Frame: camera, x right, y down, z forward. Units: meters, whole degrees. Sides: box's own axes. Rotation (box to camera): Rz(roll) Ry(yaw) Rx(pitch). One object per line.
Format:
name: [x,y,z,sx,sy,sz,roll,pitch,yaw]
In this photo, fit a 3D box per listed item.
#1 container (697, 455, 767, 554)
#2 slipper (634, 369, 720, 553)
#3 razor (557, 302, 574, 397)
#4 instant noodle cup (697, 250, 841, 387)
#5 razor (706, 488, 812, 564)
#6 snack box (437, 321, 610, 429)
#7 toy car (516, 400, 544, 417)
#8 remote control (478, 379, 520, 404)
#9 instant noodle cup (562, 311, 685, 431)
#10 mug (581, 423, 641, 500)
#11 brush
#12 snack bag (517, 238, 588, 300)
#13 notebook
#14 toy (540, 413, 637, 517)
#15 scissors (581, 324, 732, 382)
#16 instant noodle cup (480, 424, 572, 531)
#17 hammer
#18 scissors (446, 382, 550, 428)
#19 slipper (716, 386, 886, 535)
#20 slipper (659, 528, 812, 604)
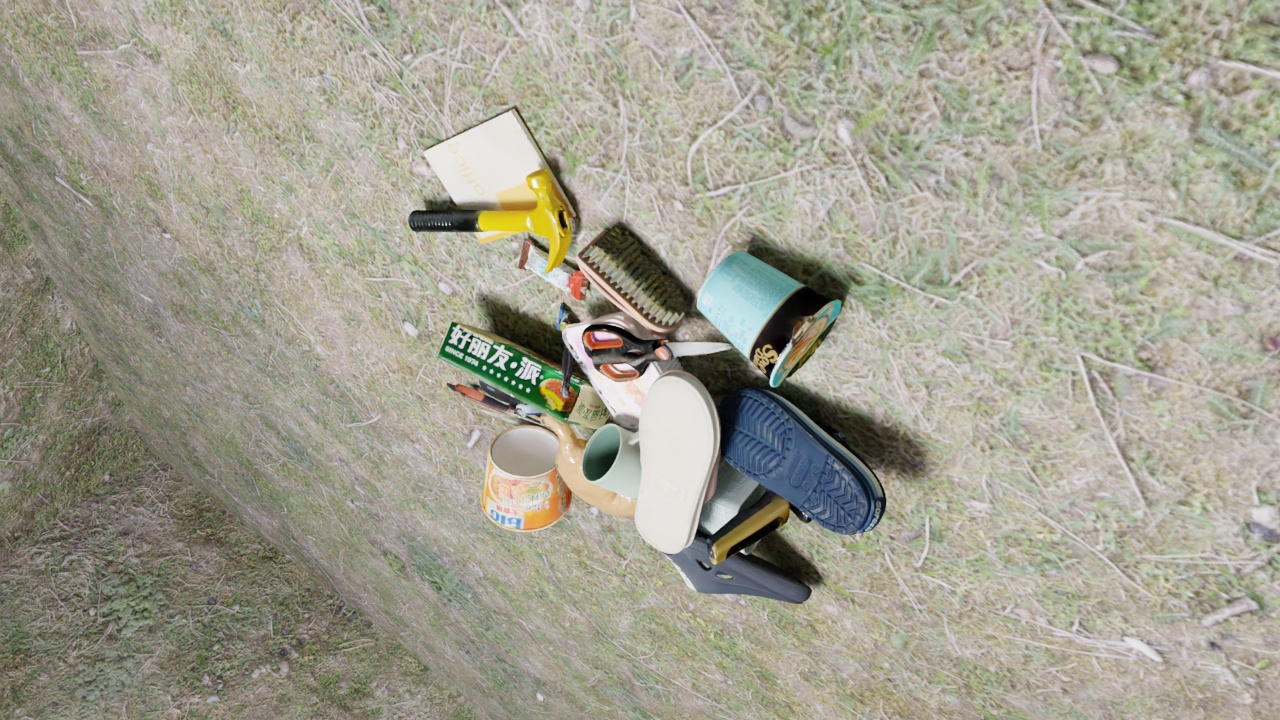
container: [0.113,0.185,1.226,0.111,0.090,0.090,18,138,36]
slipper: [0.047,0.126,1.136,0.114,0.054,0.275,22,126,25]
razor: [-0.097,-0.010,1.213,0.022,0.142,0.043,1,142,-8]
instant noodle cup: [0.127,-0.052,0.954,0.120,0.111,0.111,40,146,19]
razor: [0.150,0.201,1.135,0.067,0.167,0.062,44,148,32]
snack box: [-0.160,0.020,1.299,0.240,0.063,0.114,25,-178,25]
toy car: [-0.150,0.061,1.390,0.106,0.048,0.031,-6,119,47]
remote control: [-0.215,0.049,1.407,0.053,0.024,0.136,25,174,12]
instant noodle cup: [-0.007,0.007,1.181,0.138,0.060,0.173,-8,120,49]
mug: [-0.003,0.132,1.220,0.106,0.082,0.112,27,127,-31]
brush: [-0.008,-0.087,1.082,0.145,0.063,0.073,44,142,-4]
snack bag: [-0.112,-0.117,1.183,0.104,0.026,0.048,29,123,21]
notebook: [-0.181,-0.225,1.152,0.207,0.010,0.146,-5,123,47]
toy: [-0.062,0.157,1.333,0.226,0.082,0.144,30,135,-16]
scissors: [0.010,-0.021,1.064,0.125,0.021,0.236,49,144,-8]
instant noodle cup: [-0.184,0.183,1.479,0.151,0.151,0.112,26,134,23]
hammer: [-0.200,-0.178,1.178,0.301,0.032,0.129,8,126,41]
scissors: [-0.214,0.078,1.468,0.214,0.015,0.197,28,170,-23]
slipper: [0.190,0.108,1.067,0.253,0.095,0.105,36,115,44]
slipper: [0.109,0.292,1.269,0.268,0.083,0.111,26,179,-11]
